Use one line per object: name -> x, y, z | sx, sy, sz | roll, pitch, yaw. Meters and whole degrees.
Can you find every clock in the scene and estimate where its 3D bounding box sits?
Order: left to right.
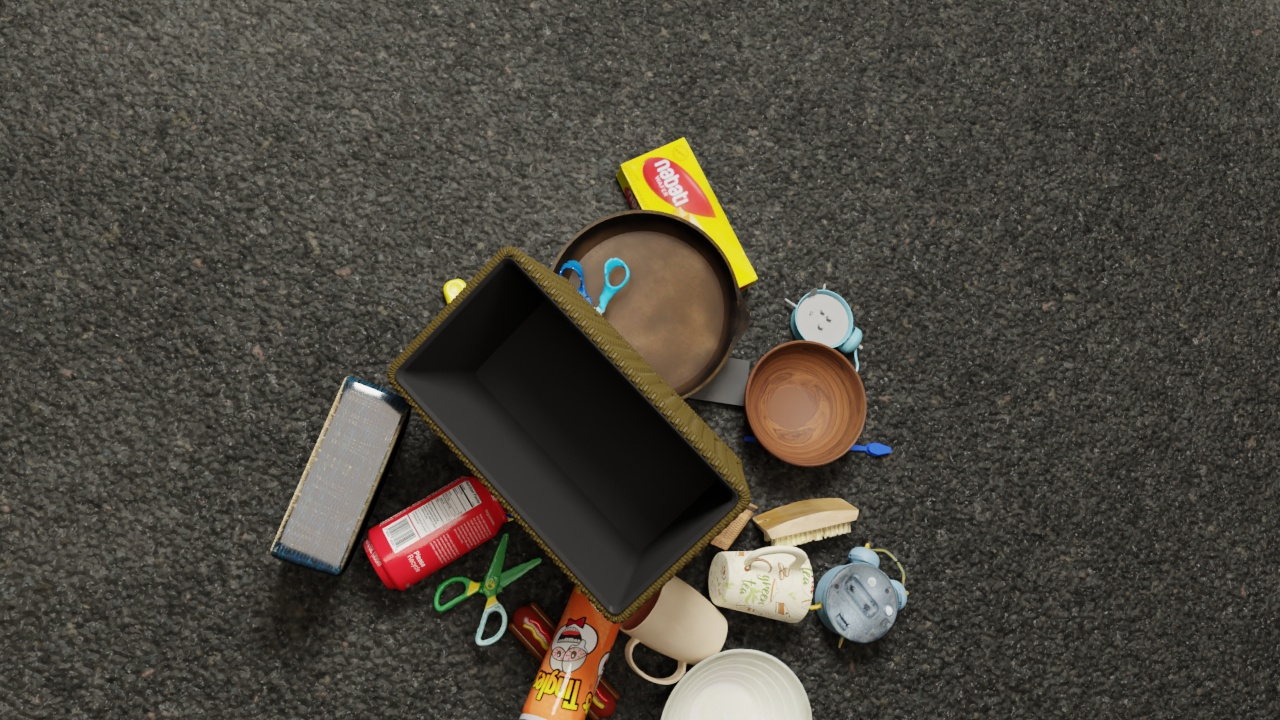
clock -> 0.230, -0.030, 1.130 | 0.087, 0.042, 0.123 | -21, 83, -14
clock -> 0.260, 0.274, 1.077 | 0.124, 0.052, 0.089 | -39, 88, -16

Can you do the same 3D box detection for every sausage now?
sausage -> -0.084, 0.331, 1.007 | 0.040, 0.040, 0.155 | -42, 90, -15

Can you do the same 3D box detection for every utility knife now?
utility knife -> -0.189, -0.012, 1.059 | 0.028, 0.020, 0.171 | -20, 86, -13

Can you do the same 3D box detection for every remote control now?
remote control -> 0.064, 0.019, 1.104 | 0.133, 0.013, 0.058 | 9, 79, -9

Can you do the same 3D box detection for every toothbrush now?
toothbrush -> 0.217, 0.102, 1.119 | 0.186, 0.011, 0.016 | 6, 79, -10

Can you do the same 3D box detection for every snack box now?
snack box -> 0.055, -0.163, 1.119 | 0.092, 0.042, 0.200 | -25, 86, -13

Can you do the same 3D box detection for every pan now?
pan -> -0.006, 0.006, 1.061 | 0.249, 0.043, 0.356 | 7, 88, 5

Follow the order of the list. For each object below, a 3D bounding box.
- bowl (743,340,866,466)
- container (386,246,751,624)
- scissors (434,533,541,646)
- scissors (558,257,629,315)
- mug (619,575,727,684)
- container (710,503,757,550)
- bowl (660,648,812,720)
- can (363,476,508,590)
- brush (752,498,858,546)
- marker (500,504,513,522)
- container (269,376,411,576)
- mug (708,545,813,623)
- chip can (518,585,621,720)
bowl -> 0.186, 0.054, 1.092 | 0.147, 0.069, 0.147 | 2, 81, -10
container -> -0.053, 0.065, 0.928 | 0.176, 0.205, 0.321 | -45, 84, 9
scissors -> -0.160, 0.254, 1.006 | 0.128, 0.012, 0.119 | -25, 66, -11
scissors -> -0.062, -0.053, 1.041 | 0.086, 0.015, 0.135 | 8, 92, 1
mug -> 0.032, 0.299, 1.010 | 0.104, 0.085, 0.111 | 35, 71, -18
container -> 0.068, 0.170, 1.056 | 0.114, 0.063, 0.061 | 25, 84, -6
bowl -> 0.097, 0.401, 1.014 | 0.176, 0.058, 0.176 | 0, 89, -14
can -> -0.220, 0.183, 0.988 | 0.142, 0.074, 0.074 | -30, 87, -14
brush -> 0.195, 0.192, 1.081 | 0.117, 0.049, 0.039 | -12, 101, -12
marker -> -0.166, 0.118, 1.042 | 0.014, 0.014, 0.132 | -16, 84, -13
container -> -0.302, 0.121, 0.947 | 0.071, 0.145, 0.187 | 22, 77, -10
mug -> 0.139, 0.238, 1.020 | 0.097, 0.122, 0.081 | 10, 50, -17
chip can -> -0.058, 0.291, 0.975 | 0.062, 0.062, 0.209 | 27, 58, -5
